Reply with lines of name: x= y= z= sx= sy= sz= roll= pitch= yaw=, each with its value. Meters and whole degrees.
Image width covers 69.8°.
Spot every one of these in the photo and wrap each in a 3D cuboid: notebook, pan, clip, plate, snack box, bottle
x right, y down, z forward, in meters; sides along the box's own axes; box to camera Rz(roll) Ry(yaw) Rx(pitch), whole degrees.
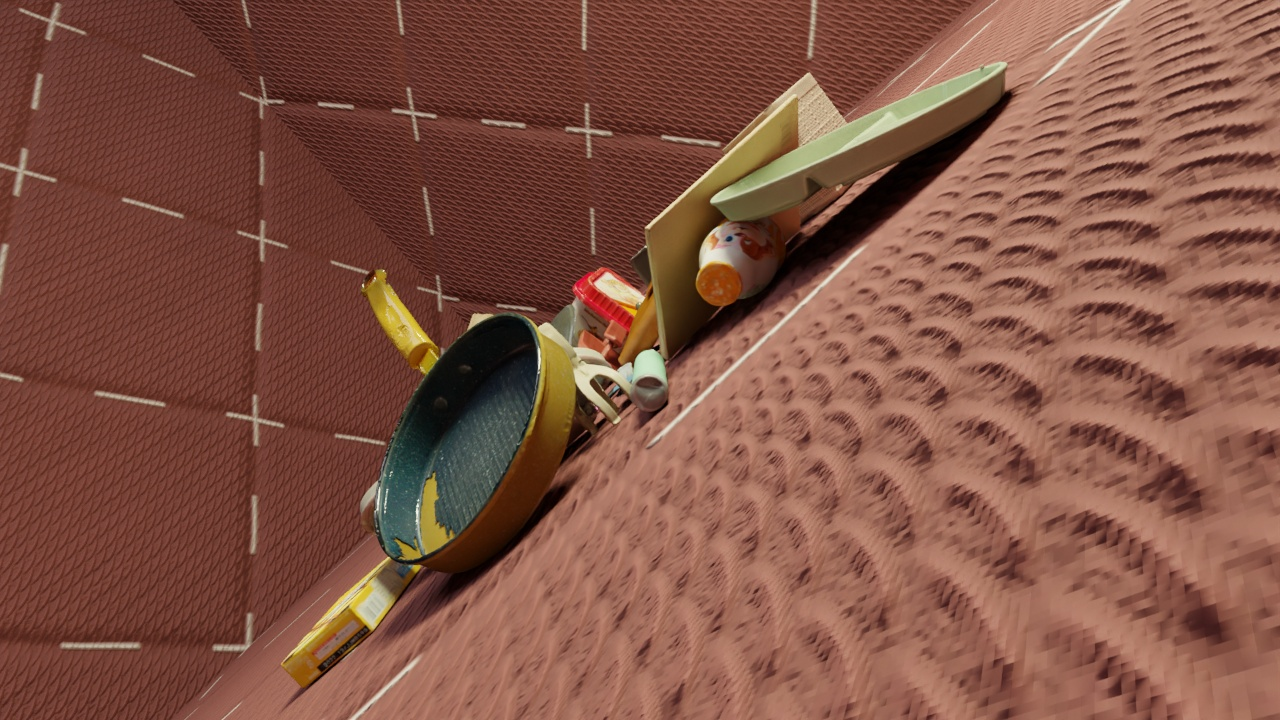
notebook: x=0.079 y=-0.116 z=0.800 sx=0.211 sy=0.012 sz=0.150 roll=-45 pitch=-34 yaw=-28
pan: x=-0.165 y=0.016 z=0.730 sx=0.198 sy=0.078 sz=0.357 roll=-51 pitch=34 yaw=9
clip: x=-0.009 y=0.020 z=0.782 sx=0.024 sy=0.028 sz=0.057 roll=-37 pitch=5 yaw=7
clip: x=-0.039 y=0.017 z=0.725 sx=0.035 sy=0.099 sz=0.098 roll=-42 pitch=34 yaw=-24
plate: x=0.161 y=-0.159 z=0.683 sx=0.230 sy=0.027 sz=0.230 roll=-25 pitch=10 yaw=5
plate: x=-0.119 y=0.013 z=1.144 sx=0.179 sy=0.024 sz=0.179 roll=-165 pitch=91 yaw=-76
snack box: x=-0.259 y=0.229 z=0.835 sx=0.087 sy=0.034 sz=0.140 roll=-40 pitch=3 yaw=9
bottle: x=0.076 y=-0.078 z=0.729 sx=0.063 sy=0.063 sz=0.108 roll=-39 pitch=6 yaw=32

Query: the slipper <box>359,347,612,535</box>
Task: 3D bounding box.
slipper: x=-0.135 y=0.084 z=0.803 sx=0.275 sy=0.054 sz=0.114 roll=-36 pitch=-31 yaw=14

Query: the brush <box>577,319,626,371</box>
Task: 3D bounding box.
brush: x=-0.045 y=-0.012 z=1.088 sx=0.069 sy=0.063 sz=0.145 roll=-54 pitch=5 yaw=6

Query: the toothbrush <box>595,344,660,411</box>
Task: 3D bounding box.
toothbrush: x=-0.005 y=0.005 z=0.911 sx=0.188 sy=0.018 sz=0.014 roll=-45 pitch=-3 yaw=-22

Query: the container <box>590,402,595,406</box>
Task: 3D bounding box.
container: x=-0.108 y=0.040 z=0.996 sx=0.089 sy=0.090 sz=0.112 roll=-42 pitch=2 yaw=-14

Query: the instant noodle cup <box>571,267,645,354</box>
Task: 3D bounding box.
instant noodle cup: x=-0.056 y=-0.043 z=1.245 sx=0.124 sy=0.116 sz=0.116 roll=-53 pitch=0 yaw=23

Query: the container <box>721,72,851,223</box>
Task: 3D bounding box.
container: x=0.161 y=-0.209 z=0.927 sx=0.089 sy=0.111 sz=0.090 roll=-45 pitch=6 yaw=-35

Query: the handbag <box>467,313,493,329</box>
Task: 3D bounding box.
handbag: x=-0.195 y=0.043 z=1.202 sx=0.147 sy=0.100 sz=0.204 roll=-96 pitch=11 yaw=-82

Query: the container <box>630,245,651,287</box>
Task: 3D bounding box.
container: x=0.065 y=-0.123 z=1.082 sx=0.114 sy=0.090 sz=0.090 roll=-40 pitch=5 yaw=-15

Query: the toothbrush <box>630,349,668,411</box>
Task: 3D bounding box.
toothbrush: x=0.007 y=0.008 z=0.723 sx=0.026 sy=0.027 sz=0.224 roll=-18 pitch=7 yaw=3

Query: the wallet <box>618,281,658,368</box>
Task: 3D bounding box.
wallet: x=0.025 y=-0.063 z=0.873 sx=0.131 sy=0.035 sz=0.119 roll=-59 pitch=9 yaw=20
